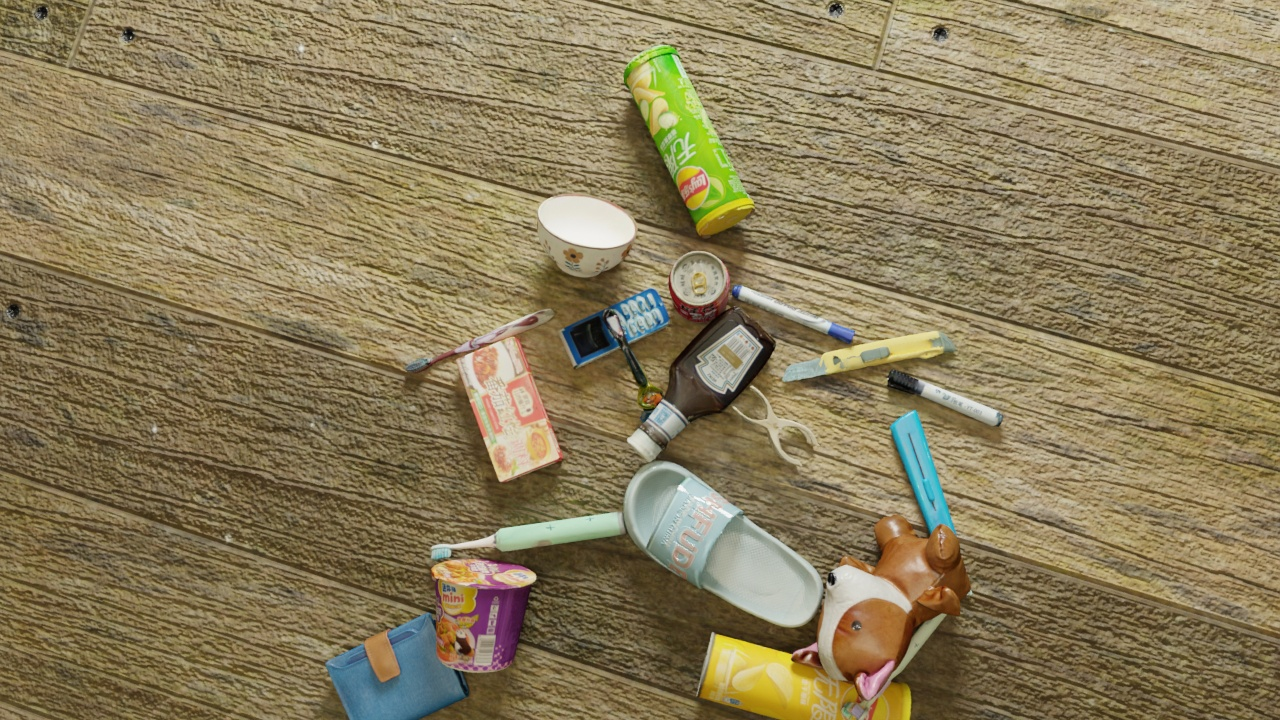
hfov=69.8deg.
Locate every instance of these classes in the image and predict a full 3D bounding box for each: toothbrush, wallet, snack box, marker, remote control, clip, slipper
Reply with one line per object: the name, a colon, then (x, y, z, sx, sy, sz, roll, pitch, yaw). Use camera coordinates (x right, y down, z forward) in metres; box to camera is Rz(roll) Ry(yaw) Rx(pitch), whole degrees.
toothbrush: (-0.127, 0.198, 1.032, 0.224, 0.026, 0.027, -9, 53, 4)
toothbrush: (-0.188, -0.023, 1.069, 0.187, 0.017, 0.016, -21, 82, 3)
wallet: (-0.270, 0.353, 1.021, 0.133, 0.040, 0.106, -25, 86, 1)
snack box: (-0.150, 0.056, 1.052, 0.075, 0.025, 0.153, -22, 81, 2)
marker: (0.336, 0.043, 1.016, 0.131, 0.018, 0.022, 24, 94, 8)
toothbrush: (0.274, 0.303, 0.949, 0.189, 0.029, 0.020, -36, 112, -28)
remote control: (-0.029, -0.037, 1.054, 0.125, 0.024, 0.049, -24, 81, 0)
clip: (0.158, 0.066, 1.015, 0.081, 0.034, 0.104, -34, 87, -2)
slipper: (0.086, 0.204, 0.990, 0.245, 0.074, 0.104, 33, 87, 7)
marker: (0.173, -0.053, 1.043, 0.146, 0.017, 0.017, 23, 85, 7)

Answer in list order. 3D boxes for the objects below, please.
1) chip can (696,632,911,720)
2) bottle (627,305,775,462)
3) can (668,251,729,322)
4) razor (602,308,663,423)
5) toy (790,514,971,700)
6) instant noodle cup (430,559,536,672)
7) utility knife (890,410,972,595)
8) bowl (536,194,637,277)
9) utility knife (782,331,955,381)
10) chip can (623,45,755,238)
chip can: (0.170, 0.347, 0.965, 0.213, 0.072, 0.072, 14, 84, 7)
bottle: (0.063, 0.030, 1.017, 0.080, 0.044, 0.194, 43, 83, -4)
can: (0.065, -0.081, 1.016, 0.066, 0.094, 0.066, -1, 83, 5)
razor: (-0.006, 0.006, 1.032, 0.042, 0.022, 0.143, -26, 96, -1)
toy: (0.244, 0.246, 0.932, 0.199, 0.140, 0.130, -46, 103, -16)
instant noodle cup: (-0.173, 0.275, 0.992, 0.111, 0.111, 0.099, 7, 93, 6)
utility knife: (0.321, 0.157, 1.004, 0.034, 0.018, 0.206, -18, 83, 2)
bowl: (-0.064, -0.134, 1.040, 0.113, 0.113, 0.062, 19, 127, 7)
utility knife: (0.255, -0.003, 1.033, 0.195, 0.020, 0.031, -13, 76, 8)
chip can: (0.053, -0.253, 1.050, 0.072, 0.072, 0.221, -25, 81, 1)
